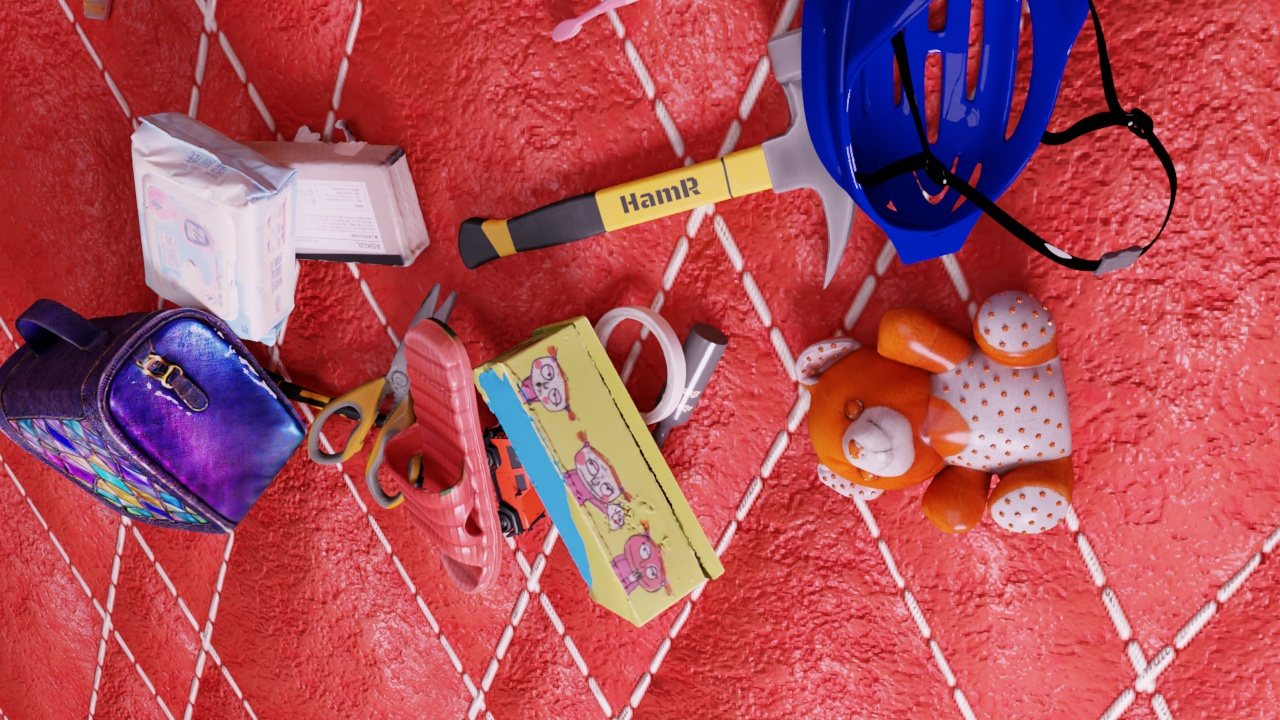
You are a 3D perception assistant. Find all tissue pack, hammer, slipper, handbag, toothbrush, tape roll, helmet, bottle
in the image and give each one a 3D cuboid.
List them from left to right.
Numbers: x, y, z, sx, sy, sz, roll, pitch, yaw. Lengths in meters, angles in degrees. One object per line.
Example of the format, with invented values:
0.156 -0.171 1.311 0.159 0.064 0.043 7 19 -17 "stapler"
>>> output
-0.438 -0.373 0.756 0.015 0.015 0.185 31 115 15 "toothbrush"
-0.428 0.037 0.779 0.205 0.125 0.222 -2 135 36 "handbag"
-0.336 -0.096 0.728 0.112 0.069 0.182 25 133 2 "tissue pack"
-0.333 0.022 0.851 0.321 0.036 0.123 17 113 12 "hammer"
-0.264 -0.138 0.753 0.182 0.071 0.104 7 126 22 "tissue pack"
-0.170 0.088 0.751 0.104 0.059 0.249 22 124 44 "slipper"
-0.005 -0.256 0.632 0.135 0.016 0.021 -23 100 24 "toothbrush"
-0.004 0.004 0.706 0.093 0.013 0.093 12 107 41 "tape roll"
0.001 -0.113 0.674 0.325 0.034 0.170 -10 106 25 "hammer"
0.031 0.026 0.711 0.030 0.030 0.113 30 117 9 "bottle"
0.184 -0.150 0.487 0.147 0.227 0.242 -15 126 -15 "helmet"

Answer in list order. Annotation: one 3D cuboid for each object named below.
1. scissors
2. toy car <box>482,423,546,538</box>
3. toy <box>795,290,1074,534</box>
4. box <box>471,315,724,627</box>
-0.203 0.034 0.792 0.134 0.016 0.228 41 113 -2 "scissors"
-0.103 0.097 0.776 0.049 0.051 0.100 -6 106 25 "toy car"
0.194 0.039 0.619 0.173 0.092 0.164 -8 107 25 "toy"
-0.038 0.080 0.701 0.221 0.081 0.125 64 159 -5 "box"
